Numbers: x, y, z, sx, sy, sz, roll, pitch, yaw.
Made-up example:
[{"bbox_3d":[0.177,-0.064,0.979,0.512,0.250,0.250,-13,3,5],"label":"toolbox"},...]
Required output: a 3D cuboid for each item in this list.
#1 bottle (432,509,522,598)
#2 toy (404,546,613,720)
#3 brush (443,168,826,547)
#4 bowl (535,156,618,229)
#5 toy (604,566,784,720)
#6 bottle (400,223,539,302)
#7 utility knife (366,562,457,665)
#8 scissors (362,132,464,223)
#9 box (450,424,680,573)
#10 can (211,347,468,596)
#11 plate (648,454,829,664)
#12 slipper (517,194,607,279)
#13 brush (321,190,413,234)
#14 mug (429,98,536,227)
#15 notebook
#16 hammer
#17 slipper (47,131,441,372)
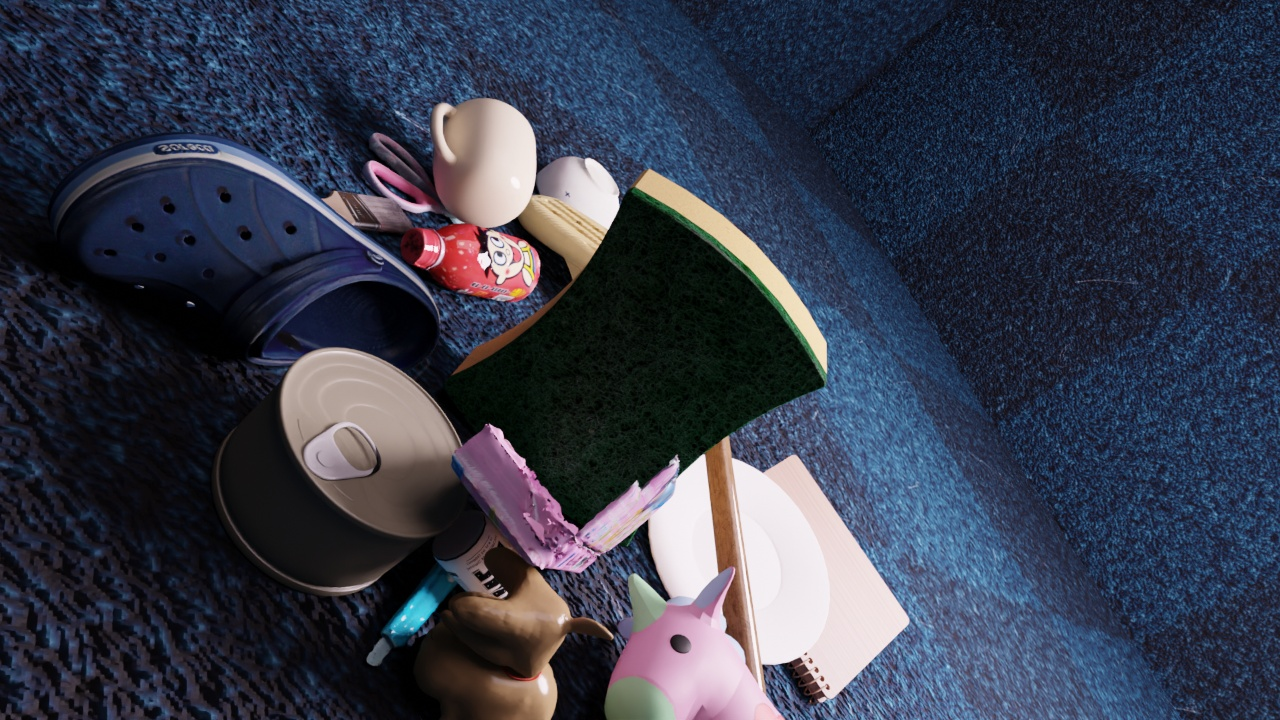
[{"bbox_3d":[-0.087,0.148,0.597,0.116,0.041,0.041,58,17,-33],"label":"bottle"},{"bbox_3d":[-0.080,0.172,0.525,0.106,0.108,0.133,23,25,3],"label":"toy"},{"bbox_3d":[-0.004,0.004,0.710,0.195,0.251,0.075,43,25,-9],"label":"brush"},{"bbox_3d":[-0.069,-0.208,1.139,0.113,0.063,0.113,41,26,-25],"label":"bowl"},{"bbox_3d":[0.060,0.263,0.645,0.222,0.120,0.170,42,35,-20],"label":"toy"},{"bbox_3d":[-0.153,-0.090,0.816,0.137,0.062,0.062,8,49,-59],"label":"bottle"},{"bbox_3d":[-0.134,0.147,0.566,0.022,0.015,0.124,67,22,-10],"label":"utility knife"},{"bbox_3d":[-0.197,-0.161,0.901,0.179,0.016,0.105,29,32,-41],"label":"scissors"},{"bbox_3d":[-0.039,0.077,0.599,0.086,0.105,0.230,49,-9,11],"label":"box"},{"bbox_3d":[-0.173,0.065,0.538,0.128,0.073,0.127,40,26,-24],"label":"can"},{"bbox_3d":[0.093,0.184,0.866,0.208,0.015,0.208,21,47,-24],"label":"plate"},{"bbox_3d":[-0.041,-0.089,1.009,0.261,0.079,0.111,38,22,16],"label":"slipper"},{"bbox_3d":[-0.245,-0.124,0.760,0.039,0.012,0.151,57,25,12],"label":"brush"},{"bbox_3d":[-0.156,-0.187,0.873,0.120,0.096,0.099,38,37,-45],"label":"mug"},{"bbox_3d":[0.165,0.215,0.929,0.168,0.022,0.210,-23,74,-43],"label":"notebook"},{"bbox_3d":[0.078,0.159,0.796,0.040,0.130,0.321,10,62,-31],"label":"hammer"},{"bbox_3d":[-0.222,-0.049,0.573,0.252,0.105,0.095,28,26,-47],"label":"slipper"}]
